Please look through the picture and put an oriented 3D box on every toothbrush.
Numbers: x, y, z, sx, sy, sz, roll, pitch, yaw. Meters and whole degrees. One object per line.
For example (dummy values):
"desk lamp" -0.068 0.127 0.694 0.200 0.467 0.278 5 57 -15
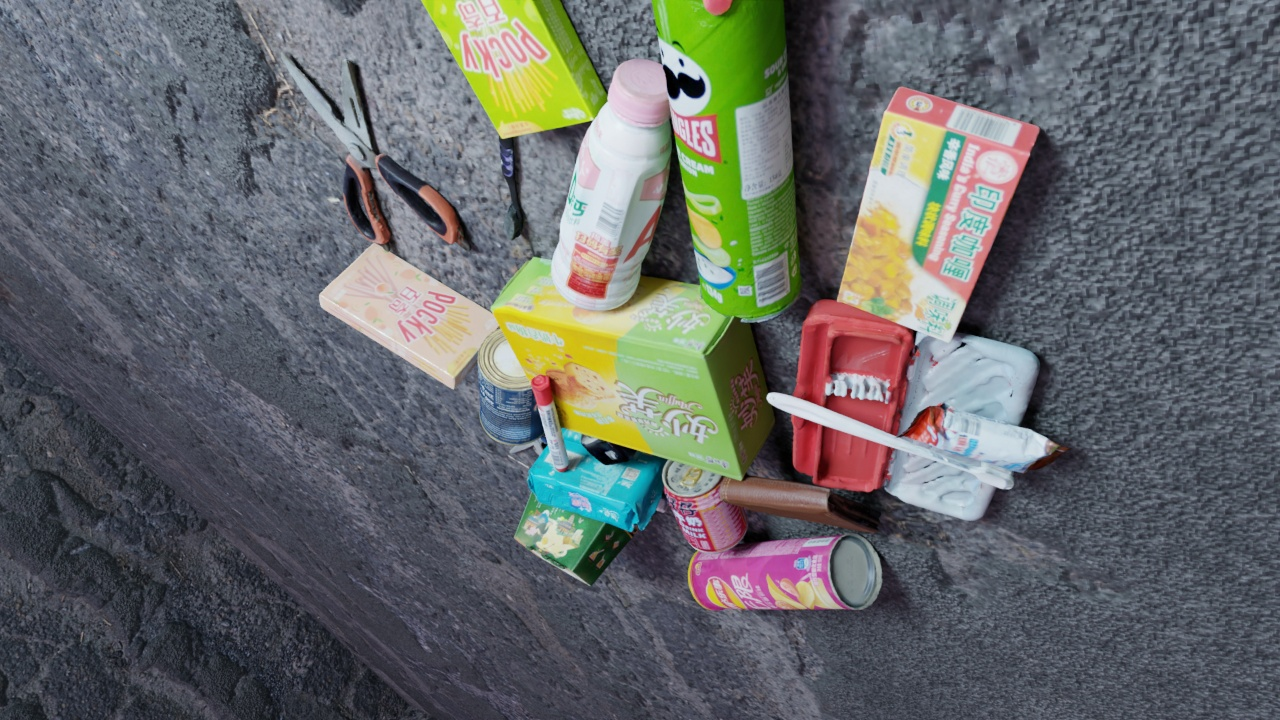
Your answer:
"toothbrush" 0.176 0.053 0.652 0.180 0.016 0.016 19 139 7
"toothbrush" -0.102 -0.159 0.693 0.014 0.016 0.189 22 145 13
"toothbrush" -0.047 0.114 0.994 0.181 0.018 0.016 31 156 -1

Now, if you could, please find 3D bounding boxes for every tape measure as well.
"tape measure" -0.024 0.067 0.875 0.033 0.065 0.066 46 146 -21

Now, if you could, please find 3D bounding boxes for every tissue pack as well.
"tissue pack" -0.038 0.114 0.920 0.133 0.093 0.050 15 133 21

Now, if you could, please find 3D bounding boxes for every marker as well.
"marker" -0.081 0.061 0.835 0.017 0.017 0.145 23 149 19

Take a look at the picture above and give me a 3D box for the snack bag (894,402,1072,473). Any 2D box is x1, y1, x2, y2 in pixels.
"snack bag" 0.229 0.054 0.616 0.104 0.026 0.048 18 151 3

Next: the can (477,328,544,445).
"can" -0.122 0.025 0.902 0.075 0.075 0.111 28 148 11

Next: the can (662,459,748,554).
"can" 0.062 0.134 0.884 0.067 0.066 0.094 12 142 33

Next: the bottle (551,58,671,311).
"bottle" -0.017 -0.115 0.627 0.068 0.068 0.197 30 145 7

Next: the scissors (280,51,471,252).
"scissors" -0.238 -0.170 0.807 0.225 0.015 0.189 47 147 -17

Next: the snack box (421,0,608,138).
"snack box" -0.090 -0.219 0.585 0.086 0.026 0.156 1 135 36

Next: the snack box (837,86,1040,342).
"snack box" 0.167 -0.079 0.536 0.077 0.027 0.156 23 147 17

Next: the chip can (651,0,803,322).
"chip can" 0.055 -0.126 0.536 0.072 0.072 0.236 17 145 26

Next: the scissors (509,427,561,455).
"scissors" -0.118 0.083 1.037 0.175 0.012 0.162 -4 134 46

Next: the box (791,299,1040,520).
"box" 0.191 0.041 0.672 0.158 0.039 0.201 10 142 14

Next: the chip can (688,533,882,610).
"chip can" 0.138 0.215 0.918 0.071 0.071 0.211 45 147 -17

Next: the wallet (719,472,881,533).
"wallet" 0.139 0.121 0.782 0.101 0.032 0.124 6 168 36

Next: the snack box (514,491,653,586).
"snack box" -0.070 0.178 1.005 0.118 0.105 0.117 25 163 23

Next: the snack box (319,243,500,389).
"snack box" -0.221 -0.045 0.893 0.157 0.084 0.026 30 146 7

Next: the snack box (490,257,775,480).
"snack box" -0.005 0.004 0.768 0.210 0.069 0.158 14 143 31
